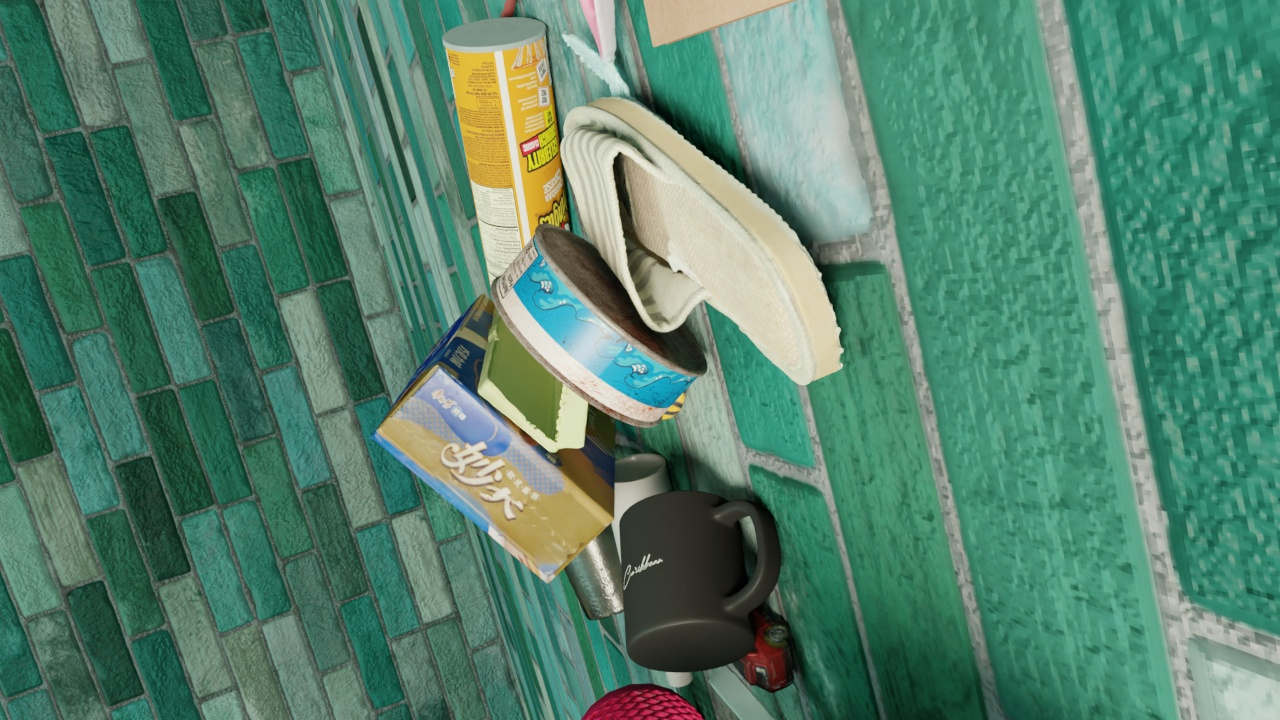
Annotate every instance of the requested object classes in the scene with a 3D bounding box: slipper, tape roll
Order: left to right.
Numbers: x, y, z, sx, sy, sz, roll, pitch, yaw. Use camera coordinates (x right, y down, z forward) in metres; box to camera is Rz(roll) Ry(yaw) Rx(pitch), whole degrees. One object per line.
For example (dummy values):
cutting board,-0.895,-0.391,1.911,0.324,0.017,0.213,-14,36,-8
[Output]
slipper,0.013,-0.068,0.484,0.272,0.054,0.114,44,156,54
tape roll,0.082,0.240,0.596,0.094,0.018,0.094,48,170,10

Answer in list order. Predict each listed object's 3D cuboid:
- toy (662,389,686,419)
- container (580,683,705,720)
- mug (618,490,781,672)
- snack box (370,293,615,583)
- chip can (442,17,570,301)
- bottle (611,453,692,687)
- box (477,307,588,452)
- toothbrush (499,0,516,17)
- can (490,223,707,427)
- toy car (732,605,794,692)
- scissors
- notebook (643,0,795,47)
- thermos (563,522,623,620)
toy,-0.004,0.004,0.644,0.103,0.046,0.084,41,132,50
container,0.020,0.363,0.731,0.226,0.183,0.183,-164,58,-78
mug,0.039,0.130,0.564,0.114,0.078,0.087,-39,40,34
snack box,-0.095,0.047,0.678,0.155,0.069,0.202,44,-168,-13
chip can,-0.097,-0.148,0.718,0.075,0.075,0.215,-130,28,-49
bottle,0.014,0.173,0.733,0.052,0.052,0.195,-151,46,-65
box,-0.061,-0.003,0.659,0.187,0.090,0.077,-103,-2,-68
toothbrush,-0.111,-0.272,0.737,0.190,0.016,0.016,154,103,-72
can,-0.023,-0.022,0.542,0.130,0.044,0.129,38,-164,-13
toy car,0.070,0.177,0.604,0.091,0.036,0.042,-127,24,-59
scissors,-0.009,-0.161,0.519,0.172,0.013,0.171,53,161,35
notebook,0.014,-0.253,0.395,0.141,0.008,0.209,-153,48,-66
thermos,-0.060,0.122,0.841,0.221,0.098,0.098,68,162,2
